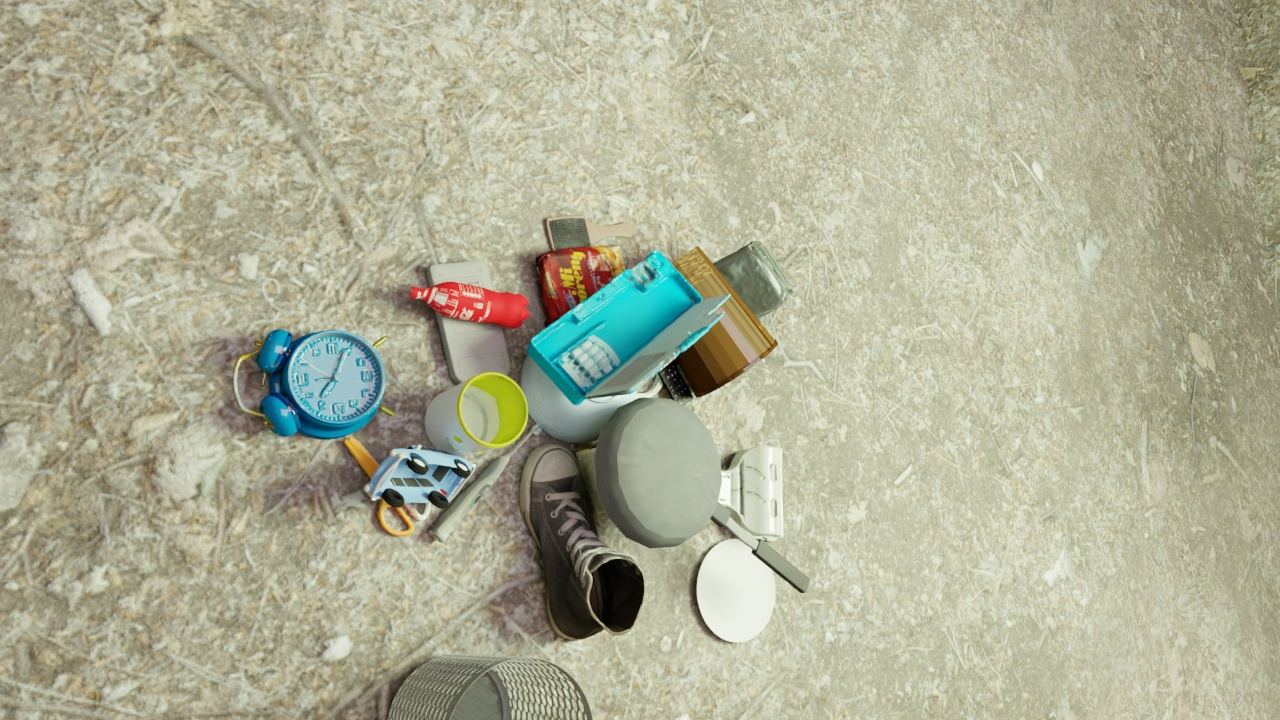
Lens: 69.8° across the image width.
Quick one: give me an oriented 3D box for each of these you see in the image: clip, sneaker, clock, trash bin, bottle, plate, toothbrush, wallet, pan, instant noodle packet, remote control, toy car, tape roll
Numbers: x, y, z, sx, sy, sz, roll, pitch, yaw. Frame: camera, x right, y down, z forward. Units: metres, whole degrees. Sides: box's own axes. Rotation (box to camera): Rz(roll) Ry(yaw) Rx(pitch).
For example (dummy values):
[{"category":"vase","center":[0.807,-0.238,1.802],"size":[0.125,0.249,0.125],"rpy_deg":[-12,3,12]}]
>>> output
[{"category":"clip","center":[0.150,0.176,1.244],"size":[0.151,0.105,0.126],"rpy_deg":[17,67,-41]},{"category":"sneaker","center":[-0.069,0.206,1.065],"size":[0.095,0.120,0.234],"rpy_deg":[-1,77,-34]},{"category":"clock","center":[-0.341,0.024,0.960],"size":[0.161,0.060,0.116],"rpy_deg":[-5,81,-33]},{"category":"trash bin","center":[-0.159,0.374,0.923],"size":[0.156,0.184,0.156],"rpy_deg":[9,74,-32]},{"category":"bottle","center":[-0.198,-0.067,1.064],"size":[0.141,0.042,0.042],"rpy_deg":[10,74,-32]},{"category":"plate","center":[0.127,0.309,1.236],"size":[0.134,0.011,0.134],"rpy_deg":[9,74,-32]},{"category":"toothbrush","center":[-0.177,0.137,1.068],"size":[0.024,0.022,0.185],"rpy_deg":[29,56,20]},{"category":"wallet","center":[0.139,-0.104,1.270],"size":[0.100,0.132,0.054],"rpy_deg":[53,53,-13]},{"category":"pan","center":[0.091,0.181,1.099],"size":[0.357,0.041,0.178],"rpy_deg":[41,56,-24]},{"category":"instant noodle packet","center":[-0.070,-0.098,1.186],"size":[0.135,0.040,0.098],"rpy_deg":[-12,93,-36]},{"category":"remote control","center":[-0.204,-0.043,1.093],"size":[0.074,0.019,0.151],"rpy_deg":[-11,84,-35]},{"category":"remote control","center":[0.027,-0.003,1.226],"size":[0.030,0.009,0.140],"rpy_deg":[-34,98,-35]},{"category":"toy car","center":[-0.235,0.121,0.975],"size":[0.055,0.153,0.056],"rpy_deg":[39,95,22]},{"category":"tape roll","center":[-0.007,0.007,1.217],"size":[0.093,0.013,0.093],"rpy_deg":[8,75,-32]}]

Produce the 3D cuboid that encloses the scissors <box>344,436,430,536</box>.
[{"category":"scissors","center":[-0.280,0.131,1.005],"size":[0.065,0.013,0.128],"rpy_deg":[-40,103,-35]}]

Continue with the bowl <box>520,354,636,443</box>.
[{"category":"bowl","center":[-0.064,0.024,1.128],"size":[0.150,0.075,0.150],"rpy_deg":[6,77,-25]}]

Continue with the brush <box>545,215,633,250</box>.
[{"category":"brush","center":[-0.062,-0.171,1.221],"size":[0.135,0.015,0.050],"rpy_deg":[-11,86,-35]}]

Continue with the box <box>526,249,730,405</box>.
[{"category":"box","center":[0.001,-0.030,1.082],"size":[0.226,0.172,0.084],"rpy_deg":[-39,142,-33]}]

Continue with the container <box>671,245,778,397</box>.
[{"category":"container","center":[0.083,-0.056,1.229],"size":[0.131,0.132,0.167],"rpy_deg":[-36,94,-34]}]

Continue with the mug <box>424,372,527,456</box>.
[{"category":"mug","center":[-0.186,0.063,1.027],"size":[0.082,0.106,0.082],"rpy_deg":[9,74,-33]}]

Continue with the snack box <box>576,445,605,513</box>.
[{"category":"snack box","center":[-0.016,0.137,1.123],"size":[0.061,0.106,0.083],"rpy_deg":[-18,90,-40]}]
